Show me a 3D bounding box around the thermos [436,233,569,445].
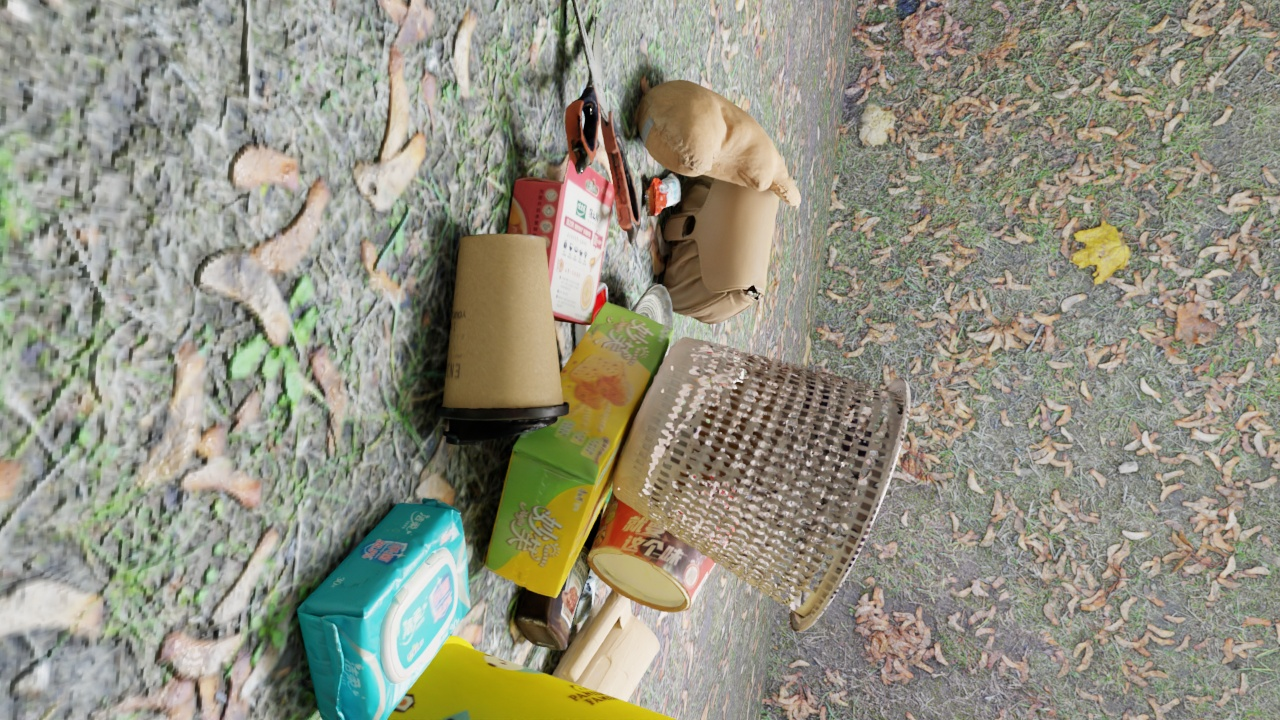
[{"bbox_3d":[-0.097,-0.014,0.645,0.093,0.093,0.143,-5,95,-73],"label":"thermos"}]

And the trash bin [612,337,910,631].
[{"bbox_3d":[0.090,0.083,0.772,0.227,0.192,0.227,26,88,-85],"label":"trash bin"}]

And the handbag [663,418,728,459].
[{"bbox_3d":[0.043,0.178,1.164,0.145,0.098,0.196,56,45,-68],"label":"handbag"}]

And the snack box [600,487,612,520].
[{"bbox_3d":[0.006,0.162,1.038,0.106,0.118,0.117,86,19,-72],"label":"snack box"}]

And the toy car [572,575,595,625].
[{"bbox_3d":[-0.066,0.250,0.953,0.090,0.034,0.043,-1,96,-75],"label":"toy car"}]

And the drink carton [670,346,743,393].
[{"bbox_3d":[0.059,0.009,1.095,0.053,0.123,0.045,38,60,-68],"label":"drink carton"}]

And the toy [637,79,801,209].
[{"bbox_3d":[0.096,-0.234,1.005,0.225,0.083,0.143,10,52,-38],"label":"toy"}]

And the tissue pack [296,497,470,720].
[{"bbox_3d":[-0.158,0.159,0.578,0.133,0.050,0.093,-53,148,-57],"label":"tissue pack"}]

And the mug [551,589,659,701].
[{"bbox_3d":[-0.041,0.308,0.944,0.103,0.084,0.125,-53,153,-36],"label":"mug"}]

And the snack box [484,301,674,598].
[{"bbox_3d":[-0.050,0.072,0.785,0.209,0.070,0.158,-61,172,-49],"label":"snack box"}]

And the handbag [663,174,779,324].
[{"bbox_3d":[0.095,-0.151,1.118,0.099,0.148,0.204,18,76,-35],"label":"handbag"}]

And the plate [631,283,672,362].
[{"bbox_3d":[-0.006,0.006,0.971,0.179,0.024,0.179,13,89,-73],"label":"plate"}]

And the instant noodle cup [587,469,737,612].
[{"bbox_3d":[0.020,0.169,0.890,0.138,0.138,0.108,78,33,-49],"label":"instant noodle cup"}]

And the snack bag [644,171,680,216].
[{"bbox_3d":[0.029,-0.195,1.064,0.105,0.026,0.045,-42,128,-66],"label":"snack bag"}]

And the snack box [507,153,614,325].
[{"bbox_3d":[-0.068,-0.098,0.762,0.113,0.044,0.127,13,87,-72],"label":"snack box"}]

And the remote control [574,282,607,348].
[{"bbox_3d":[-0.046,-0.009,0.916,0.055,0.020,0.136,-55,148,-58],"label":"remote control"}]

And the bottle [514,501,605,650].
[{"bbox_3d":[-0.067,0.179,0.900,0.080,0.044,0.194,74,28,-51],"label":"bottle"}]

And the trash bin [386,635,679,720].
[{"bbox_3d":[-0.054,0.339,0.652,0.229,0.255,0.229,9,89,-74],"label":"trash bin"}]

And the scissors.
[{"bbox_3d":[-0.034,-0.206,0.769,0.226,0.015,0.189,-84,156,-45],"label":"scissors"}]
